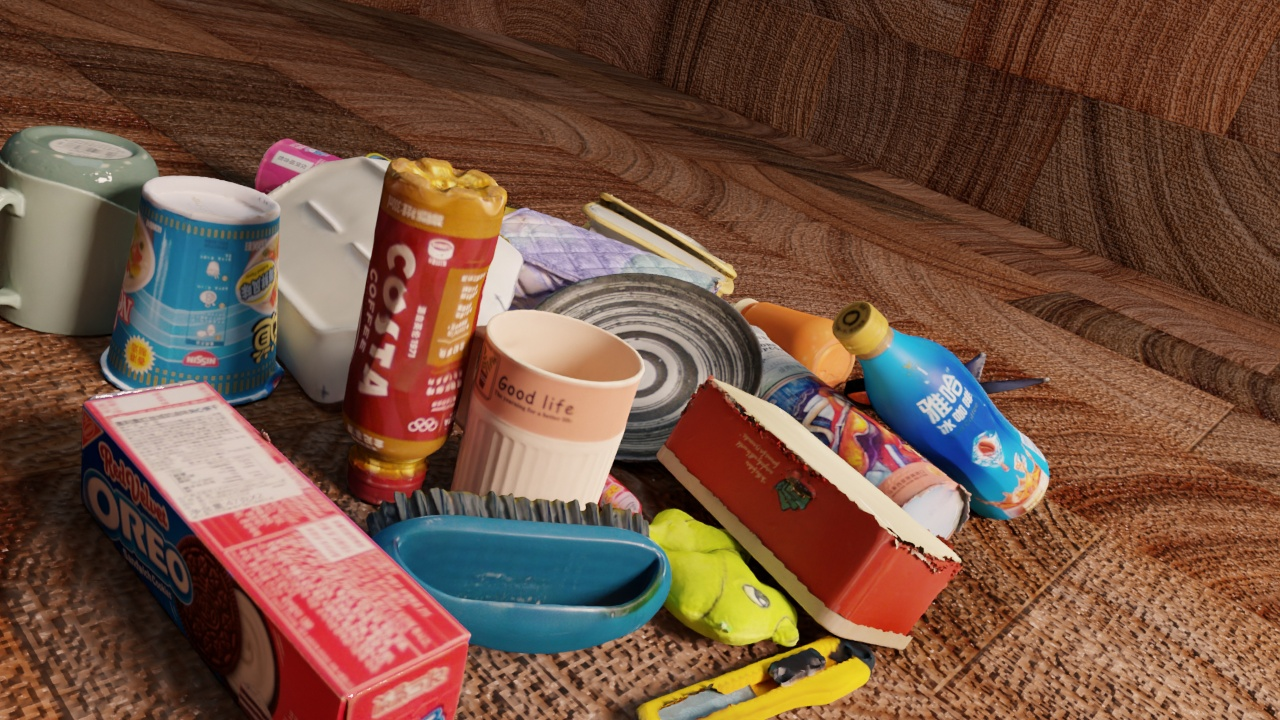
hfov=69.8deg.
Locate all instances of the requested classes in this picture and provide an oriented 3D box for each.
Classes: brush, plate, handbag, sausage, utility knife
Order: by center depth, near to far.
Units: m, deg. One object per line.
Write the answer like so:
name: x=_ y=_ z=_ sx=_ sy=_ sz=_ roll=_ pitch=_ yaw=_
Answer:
brush: x=-0.051 y=0.098 z=0.409 sx=0.143 sy=0.055 sz=0.073 roll=9 pitch=23 yaw=-22
utility knife: x=0.053 y=0.151 z=0.415 sx=0.167 sy=0.015 sz=0.033 roll=-3 pitch=26 yaw=-41
sausage: x=-0.047 y=0.057 z=0.561 sx=0.020 sy=0.020 sz=0.156 roll=-4 pitch=30 yaw=-43
plate: x=-0.191 y=-0.072 z=0.615 sx=0.161 sy=0.034 sz=0.266 roll=-37 pitch=47 yaw=-15
plate: x=-0.004 y=0.004 z=0.648 sx=0.179 sy=0.024 sz=0.179 roll=1 pitch=48 yaw=-1
handbag: x=-0.038 y=-0.061 z=0.777 sx=0.194 sy=0.076 sz=0.133 roll=23 pitch=27 yaw=8
handbag: x=0.020 y=-0.113 z=0.918 sx=0.163 sy=0.063 sz=0.178 roll=30 pitch=24 yaw=-1

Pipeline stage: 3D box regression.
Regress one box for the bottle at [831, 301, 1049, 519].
bottle: x=0.202 y=0.034 z=0.622 sx=0.218 sy=0.065 sz=0.065 roll=39 pitch=9 yaw=-32

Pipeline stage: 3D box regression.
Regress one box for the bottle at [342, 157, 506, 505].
bottle: x=-0.113 y=-0.009 z=0.458 sx=0.057 sy=0.175 sz=0.057 roll=15 pitch=23 yaw=-6

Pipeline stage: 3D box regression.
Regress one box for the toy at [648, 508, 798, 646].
toy: x=0.035 y=0.112 z=0.474 sx=0.097 sy=0.031 sz=0.100 roll=19 pitch=17 yaw=2

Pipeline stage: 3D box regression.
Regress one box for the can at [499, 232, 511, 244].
can: x=-0.157 y=-0.078 z=0.701 sx=0.057 sy=0.083 sz=0.102 roll=19 pitch=14 yaw=-47

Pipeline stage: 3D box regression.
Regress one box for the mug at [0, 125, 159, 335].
mug: x=-0.342 y=-0.076 z=0.539 sx=0.082 sy=0.106 sz=0.111 roll=24 pitch=23 yaw=14

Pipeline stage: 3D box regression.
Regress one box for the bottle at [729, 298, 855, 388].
bottle: x=0.126 y=-0.022 z=0.836 sx=0.066 sy=0.067 sz=0.149 roll=2 pitch=19 yaw=-34

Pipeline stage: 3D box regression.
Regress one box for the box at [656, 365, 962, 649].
box: x=0.096 y=0.075 z=0.520 sx=0.091 sy=0.077 sz=0.168 roll=24 pitch=13 yaw=-43

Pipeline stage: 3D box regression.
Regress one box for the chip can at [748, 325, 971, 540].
chip can: x=0.121 y=0.054 z=0.628 sx=0.071 sy=0.071 sz=0.214 roll=2 pitch=27 yaw=-33

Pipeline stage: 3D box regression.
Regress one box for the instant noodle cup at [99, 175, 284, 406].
instant noodle cup: x=-0.250 y=-0.044 z=0.527 sx=0.099 sy=0.110 sz=0.099 roll=15 pitch=21 yaw=-6

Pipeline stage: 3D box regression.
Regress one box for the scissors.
scissors: x=0.250 y=0.028 z=0.716 sx=0.197 sy=0.021 sz=0.227 roll=25 pitch=-13 yaw=-30

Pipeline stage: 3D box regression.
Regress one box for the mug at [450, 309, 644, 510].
mug: x=-0.063 y=0.031 z=0.492 sx=0.114 sy=0.106 sz=0.081 roll=32 pitch=26 yaw=32

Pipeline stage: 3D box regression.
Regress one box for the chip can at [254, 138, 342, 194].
chip can: x=-0.226 y=-0.129 z=0.803 sx=0.210 sy=0.071 sz=0.071 roll=21 pitch=22 yaw=9

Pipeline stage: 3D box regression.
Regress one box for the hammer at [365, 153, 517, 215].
hammer: x=-0.152 y=-0.160 z=0.990 sx=0.323 sy=0.032 sz=0.126 roll=20 pitch=21 yaw=7

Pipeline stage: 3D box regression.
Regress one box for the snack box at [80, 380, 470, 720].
snack box: x=-0.157 y=0.080 z=0.372 sx=0.207 sy=0.057 sz=0.058 roll=32 pitch=28 yaw=32
